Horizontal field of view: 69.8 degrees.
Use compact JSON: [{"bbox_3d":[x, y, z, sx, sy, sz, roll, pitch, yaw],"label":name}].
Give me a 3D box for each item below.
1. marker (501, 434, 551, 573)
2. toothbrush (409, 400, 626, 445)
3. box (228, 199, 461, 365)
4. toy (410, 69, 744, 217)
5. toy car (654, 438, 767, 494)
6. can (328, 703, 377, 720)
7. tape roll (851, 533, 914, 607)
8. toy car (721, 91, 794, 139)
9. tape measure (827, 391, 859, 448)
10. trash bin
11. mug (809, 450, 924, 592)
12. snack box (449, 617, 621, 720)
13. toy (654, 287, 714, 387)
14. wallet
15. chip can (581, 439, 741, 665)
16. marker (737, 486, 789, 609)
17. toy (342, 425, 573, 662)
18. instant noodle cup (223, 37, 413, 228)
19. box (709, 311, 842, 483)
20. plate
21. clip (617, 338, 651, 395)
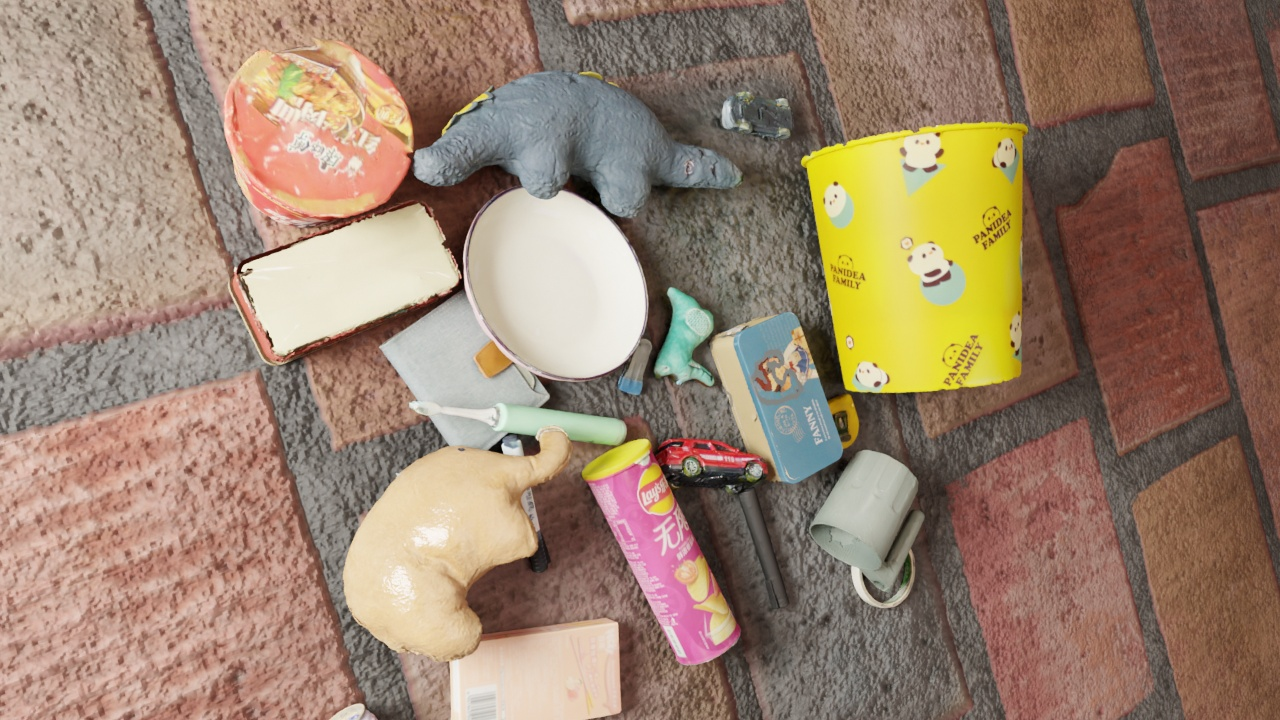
[{"bbox_3d":[-0.104,0.130,0.833,0.022,0.018,0.131,-28,110,-56],"label":"marker"},{"bbox_3d":[-0.102,0.054,0.819,0.224,0.027,0.026,11,86,-42],"label":"toothbrush"},{"bbox_3d":[-0.239,-0.065,0.756,0.168,0.077,0.091,-27,97,-28],"label":"box"},{"bbox_3d":[-0.055,-0.204,0.852,0.355,0.092,0.137,-3,58,-36],"label":"toy"},{"bbox_3d":[0.070,0.105,0.920,0.120,0.053,0.045,10,61,-23],"label":"toy car"},{"bbox_3d":[-0.209,0.347,0.742,0.053,0.053,0.134,-35,102,-27],"label":"can"},{"bbox_3d":[0.276,0.237,1.042,0.085,0.014,0.085,3,83,-29],"label":"tape roll"},{"bbox_3d":[0.129,-0.265,1.003,0.090,0.034,0.043,-2,83,-31],"label":"toy car"},{"bbox_3d":[0.218,0.070,1.019,0.059,0.029,0.057,-21,95,-29],"label":"tape measure"},{"bbox_3d":[0.299,-0.103,0.980,0.229,0.230,0.255,-8,94,-29],"label":"trash bin"},{"bbox_3d":[0.256,0.174,1.001,0.124,0.084,0.103,46,64,-22],"label":"mug"},{"bbox_3d":[-0.093,0.286,0.828,0.157,0.026,0.084,1,84,-29],"label":"snack box"},{"bbox_3d":[0.047,-0.015,0.936,0.096,0.030,0.091,33,75,-30],"label":"toy"},{"bbox_3d":[-0.151,0.011,0.818,0.106,0.037,0.130,-40,106,-26],"label":"wallet"},{"bbox_3d":[0.021,0.183,0.876,0.071,0.072,0.210,-31,100,-28],"label":"chip can"},{"bbox_3d":[0.128,0.197,0.963,0.022,0.020,0.132,-21,96,-38],"label":"marker"},{"bbox_3d":[-0.151,0.133,0.765,0.143,0.082,0.225,30,74,8],"label":"toy"},{"bbox_3d":[-0.263,-0.169,0.735,0.137,0.109,0.138,4,82,-28],"label":"instant noodle cup"},{"bbox_3d":[0.145,0.045,0.965,0.089,0.060,0.184,-25,95,-28],"label":"box"},{"bbox_3d":[-0.081,-0.068,0.849,0.192,0.039,0.192,14,65,-32],"label":"plate"},{"bbox_3d":[-0.006,0.005,0.912,0.024,0.029,0.057,16,88,-24],"label":"clip"}]
